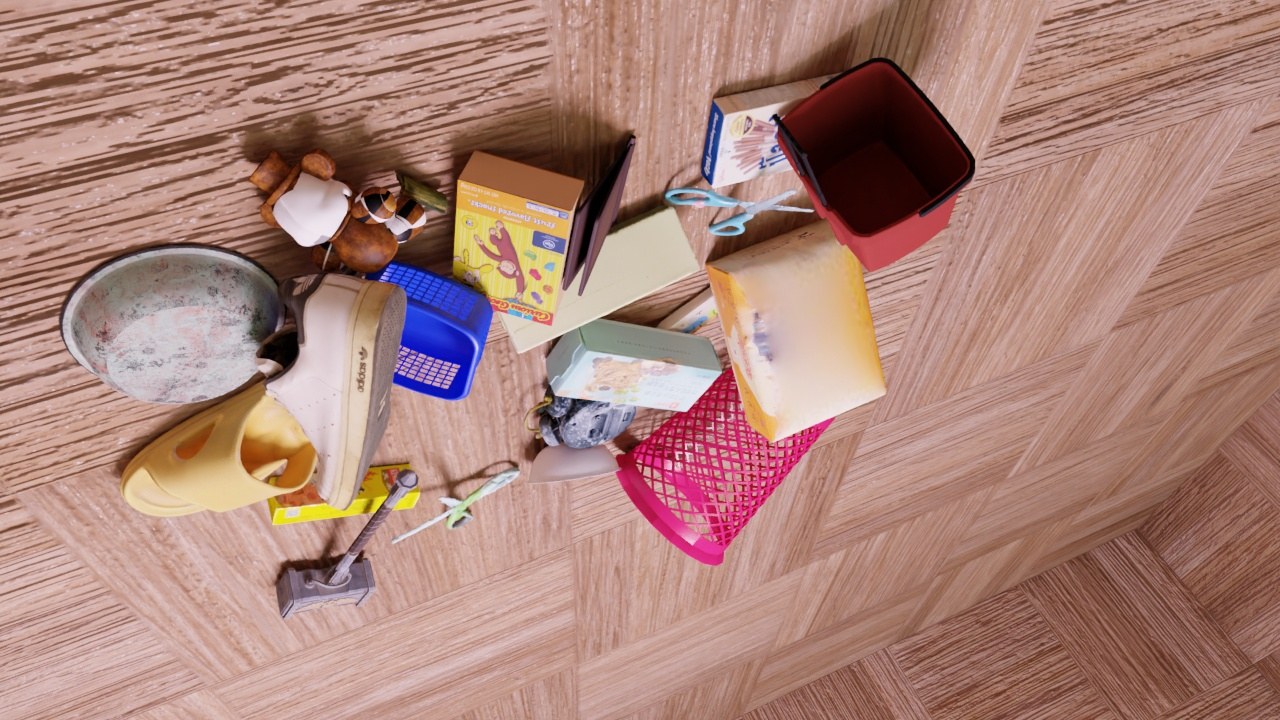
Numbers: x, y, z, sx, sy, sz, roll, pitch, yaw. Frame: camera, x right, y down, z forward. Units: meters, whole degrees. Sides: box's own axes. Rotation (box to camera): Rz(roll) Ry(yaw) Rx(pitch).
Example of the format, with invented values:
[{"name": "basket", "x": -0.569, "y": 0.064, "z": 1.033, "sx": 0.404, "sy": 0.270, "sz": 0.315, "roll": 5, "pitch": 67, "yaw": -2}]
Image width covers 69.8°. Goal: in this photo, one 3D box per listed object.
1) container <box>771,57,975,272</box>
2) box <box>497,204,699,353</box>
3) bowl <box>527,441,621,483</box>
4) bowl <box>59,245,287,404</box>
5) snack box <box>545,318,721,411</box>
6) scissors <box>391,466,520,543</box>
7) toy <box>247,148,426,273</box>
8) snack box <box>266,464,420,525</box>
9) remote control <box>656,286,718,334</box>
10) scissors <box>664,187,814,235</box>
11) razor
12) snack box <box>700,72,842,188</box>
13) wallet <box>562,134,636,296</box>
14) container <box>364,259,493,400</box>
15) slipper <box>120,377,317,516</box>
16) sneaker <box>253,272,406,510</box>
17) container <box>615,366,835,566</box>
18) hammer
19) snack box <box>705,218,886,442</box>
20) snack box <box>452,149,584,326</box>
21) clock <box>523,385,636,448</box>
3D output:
[{"name": "container", "x": 0.188, "y": -0.170, "z": 0.757, "sx": 0.127, "sy": 0.148, "sz": 0.201, "roll": -32, "pitch": 157, "yaw": 5}, {"name": "box", "x": -0.046, "y": -0.079, "z": 0.842, "sx": 0.188, "sy": 0.089, "sz": 0.078, "roll": -24, "pitch": 116, "yaw": -7}, {"name": "bowl", "x": -0.079, "y": 0.113, "z": 1.064, "sx": 0.110, "sy": 0.040, "sz": 0.110, "roll": -8, "pitch": 178, "yaw": 0}, {"name": "bowl", "x": -0.350, "y": -0.017, "z": 0.702, "sx": 0.157, "sy": 0.038, "sz": 0.158, "roll": -20, "pitch": 146, "yaw": -14}, {"name": "snack box", "x": -0.006, "y": 0.006, "z": 0.961, "sx": 0.174, "sy": 0.053, "sz": 0.075, "roll": 10, "pitch": 137, "yaw": -32}, {"name": "scissors", "x": -0.204, "y": 0.162, "z": 1.045, "sx": 0.168, "sy": 0.023, "sz": 0.171, "roll": -30, "pitch": 168, "yaw": -10}, {"name": "toy", "x": -0.220, "y": -0.106, "z": 0.655, "sx": 0.087, "sy": 0.067, "sz": 0.112, "roll": -36, "pitch": 118, "yaw": 29}, {"name": "snack box", "x": -0.305, "y": 0.137, "z": 0.944, "sx": 0.147, "sy": 0.040, "sz": 0.029, "roll": -2, "pitch": 139, "yaw": -36}, {"name": "remote control", "x": 0.073, "y": -0.060, "z": 0.989, "sx": 0.126, "sy": 0.018, "sz": 0.038, "roll": -35, "pitch": 147, "yaw": 6}, {"name": "scissors", "x": 0.092, "y": -0.136, "z": 0.854, "sx": 0.136, "sy": 0.015, "sz": 0.126, "roll": 10, "pitch": 167, "yaw": 8}, {"name": "razor", "x": -0.201, "y": -0.100, "z": 0.721, "sx": 0.106, "sy": 0.026, "sz": 0.042, "roll": -40, "pitch": 148, "yaw": 23}, {"name": "snack box", "x": 0.129, "y": -0.207, "z": 0.822, "sx": 0.149, "sy": 0.026, "sz": 0.082, "roll": -16, "pitch": 146, "yaw": -19}, {"name": "wallet", "x": -0.033, "y": -0.121, "z": 0.760, "sx": 0.018, "sy": 0.115, "sz": 0.092, "roll": 20, "pitch": 137, "yaw": 2}, {"name": "container", "x": -0.182, "y": -0.028, "z": 0.760, "sx": 0.114, "sy": 0.058, "sz": 0.096, "roll": 21, "pitch": 133, "yaw": -3}, {"name": "slipper", "x": -0.329, "y": 0.076, "z": 0.811, "sx": 0.263, "sy": 0.078, "sz": 0.099, "roll": -34, "pitch": 148, "yaw": 3}, {"name": "sneaker", "x": -0.253, "y": 0.027, "z": 0.725, "sx": 0.102, "sy": 0.088, "sz": 0.242, "roll": 17, "pitch": 130, "yaw": -8}, {"name": "container", "x": 0.110, "y": 0.103, "z": 1.112, "sx": 0.226, "sy": 0.183, "sz": 0.183, "roll": -47, "pitch": 144, "yaw": 12}, {"name": "hammer", "x": -0.295, "y": 0.191, "z": 0.968, "sx": 0.098, "sy": 0.044, "sz": 0.323, "roll": -1, "pitch": 148, "yaw": -37}, {"name": "snack box", "x": 0.167, "y": -0.030, "z": 0.957, "sx": 0.145, "sy": 0.080, "sz": 0.195, "roll": -22, "pitch": 111, "yaw": -12}, {"name": "snack box", "x": -0.101, "y": -0.096, "z": 0.742, "sx": 0.088, "sy": 0.040, "sz": 0.126, "roll": 16, "pitch": 137, "yaw": 0}, {"name": "clock", "x": -0.065, "y": 0.056, "z": 1.007, "sx": 0.129, "sy": 0.052, "sz": 0.090, "roll": -13, "pitch": 144, "yaw": -26}]
